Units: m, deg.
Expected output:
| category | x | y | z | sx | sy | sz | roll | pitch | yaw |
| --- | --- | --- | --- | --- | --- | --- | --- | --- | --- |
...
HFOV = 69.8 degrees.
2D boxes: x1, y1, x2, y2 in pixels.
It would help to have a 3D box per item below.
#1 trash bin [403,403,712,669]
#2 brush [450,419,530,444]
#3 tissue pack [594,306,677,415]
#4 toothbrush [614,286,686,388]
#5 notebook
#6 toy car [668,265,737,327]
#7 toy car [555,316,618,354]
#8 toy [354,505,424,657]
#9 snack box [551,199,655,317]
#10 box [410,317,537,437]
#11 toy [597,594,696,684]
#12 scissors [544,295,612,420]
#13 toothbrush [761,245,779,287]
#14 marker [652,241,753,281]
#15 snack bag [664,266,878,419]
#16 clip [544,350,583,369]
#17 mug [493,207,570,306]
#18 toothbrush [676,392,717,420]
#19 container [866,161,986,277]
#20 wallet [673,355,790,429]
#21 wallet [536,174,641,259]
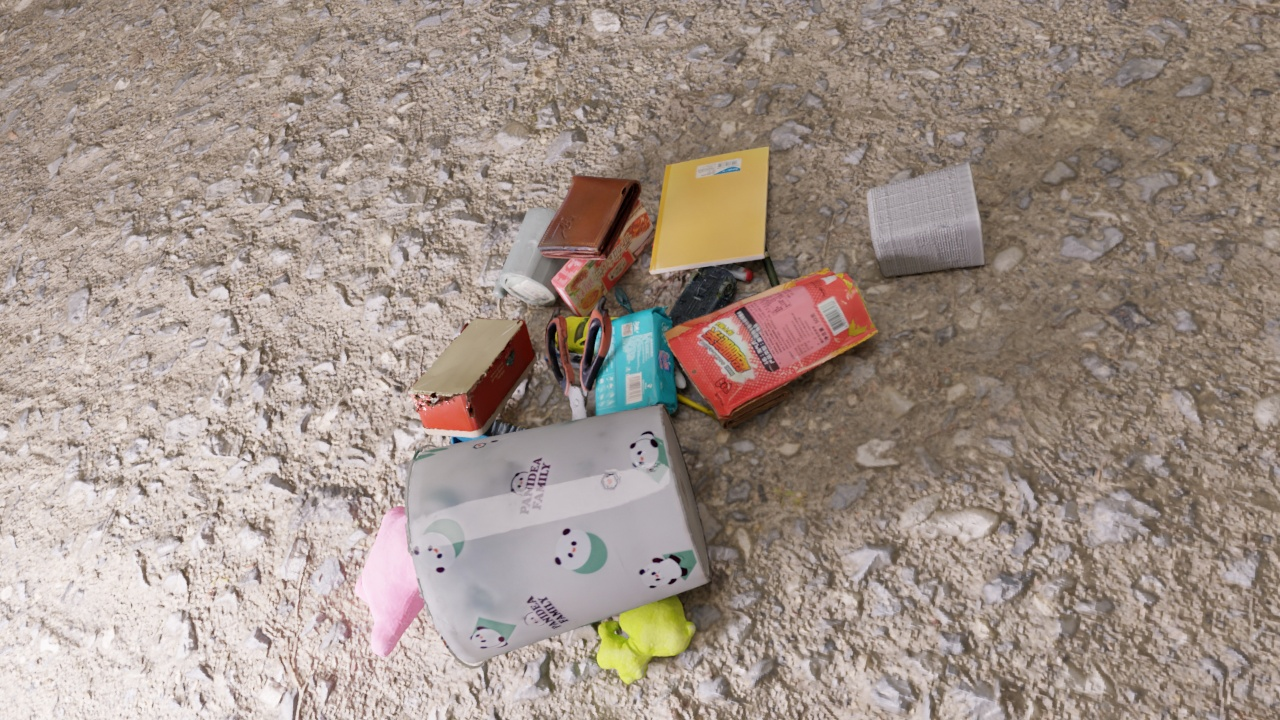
| category | x | y | z | sx | sy | sz | roll | pitch | yaw |
| --- | --- | --- | --- | --- | --- | --- | --- | --- | --- |
| trash bin | -0.072 | 0.164 | 0.924 | 0.252 | 0.230 | 0.229 | -16 | 56 | 5 |
| brush | -0.165 | 0.108 | 1.083 | 0.144 | 0.055 | 0.073 | 12 | 64 | 27 |
| tissue pack | -0.006 | 0.006 | 1.058 | 0.093 | 0.050 | 0.133 | -13 | 71 | 35 |
| toothbrush | 0.010 | -0.031 | 1.113 | 0.016 | 0.018 | 0.191 | -24 | 49 | -11 |
| notebook | 0.091 | -0.194 | 1.169 | 0.146 | 0.010 | 0.205 | -7 | 49 | 18 |
| toy car | 0.069 | -0.061 | 1.102 | 0.054 | 0.037 | 0.120 | 24 | 72 | 34 |
| toy car | -0.063 | -0.034 | 1.142 | 0.105 | 0.032 | 0.048 | 2 | 62 | 24 |
| toy | -0.259 | 0.213 | 1.034 | 0.195 | 0.074 | 0.178 | -53 | 37 | 12 |
| snack box | -0.044 | -0.131 | 1.165 | 0.025 | 0.075 | 0.152 | 33 | 76 | 31 |
| box | -0.201 | 0.010 | 1.103 | 0.091 | 0.078 | 0.167 | 2 | 35 | 22 |
| toy | 0.003 | 0.277 | 0.932 | 0.097 | 0.031 | 0.100 | 21 | 71 | 32 |
| scissors | -0.073 | 0.026 | 1.070 | 0.189 | 0.015 | 0.226 | 36 | 112 | 49 |
| toothbrush | 0.170 | -0.071 | 1.085 | 0.017 | 0.012 | 0.185 | -17 | 56 | 4 |
| marker | 0.077 | -0.126 | 1.151 | 0.145 | 0.017 | 0.017 | 23 | 71 | 30 |
| snack bag | 0.145 | -0.026 | 1.011 | 0.207 | 0.073 | 0.128 | -26 | 58 | -6 |
| clip | -0.090 | -0.002 | 1.139 | 0.058 | 0.025 | 0.036 | 10 | 71 | 20 |
| mug | -0.142 | -0.132 | 1.212 | 0.124 | 0.083 | 0.103 | -7 | 55 | 49 |
| toothbrush | 0.027 | 0.030 | 1.078 | 0.190 | 0.016 | 0.016 | 25 | 67 | 31 |
| container | 0.319 | -0.153 | 1.030 | 0.114 | 0.090 | 0.090 | -10 | 57 | 20 |
| wallet | 0.103 | 0.015 | 1.039 | 0.090 | 0.033 | 0.115 | -25 | 54 | -12 |
| wallet | -0.065 | -0.179 | 1.138 | 0.101 | 0.032 | 0.124 | 7 | 61 | 33 |
